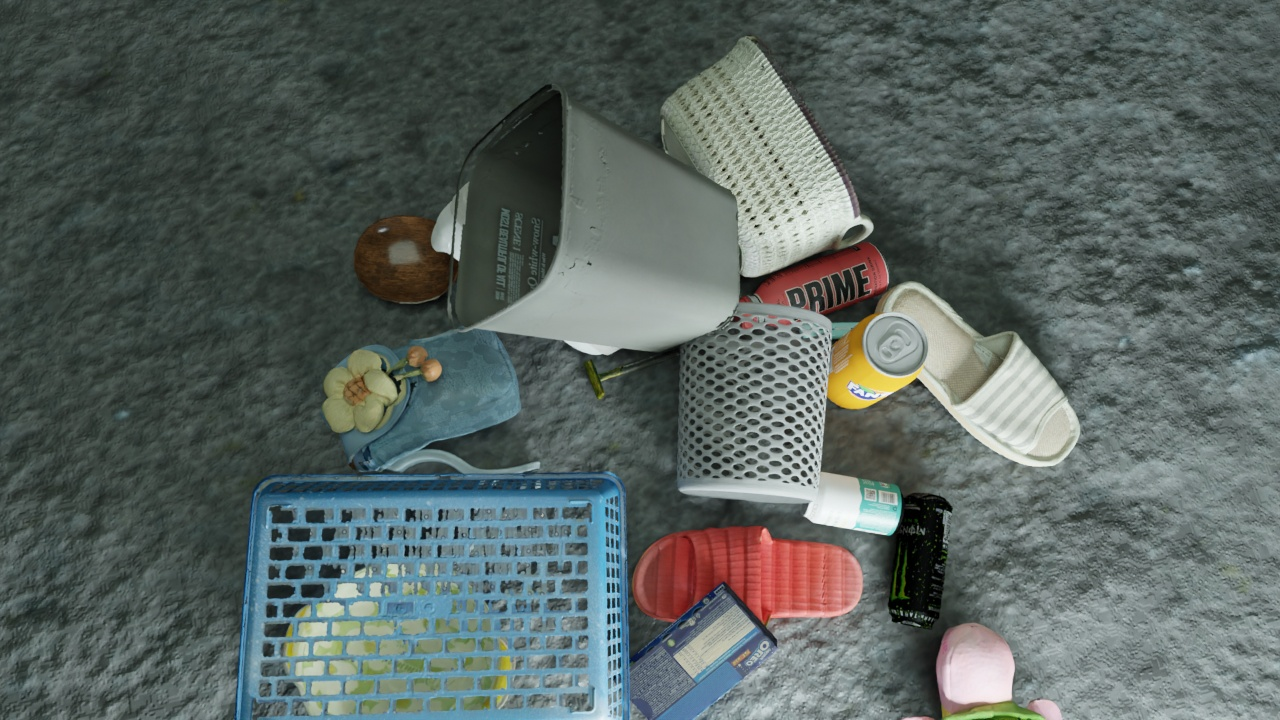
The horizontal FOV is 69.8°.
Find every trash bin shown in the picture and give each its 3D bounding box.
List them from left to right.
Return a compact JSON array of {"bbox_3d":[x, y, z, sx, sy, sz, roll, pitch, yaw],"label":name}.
[{"bbox_3d":[-0.037,-0.112,0.874,0.219,0.198,0.197,13,69,-36],"label":"trash bin"},{"bbox_3d":[0.114,0.050,0.943,0.156,0.157,0.183,6,78,-4],"label":"trash bin"}]

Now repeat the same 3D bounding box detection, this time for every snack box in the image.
[{"bbox_3d":[0.055,0.298,0.911,0.150,0.027,0.082,-41,91,8],"label":"snack box"}]

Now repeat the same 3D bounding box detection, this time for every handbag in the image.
[{"bbox_3d":[-0.223,0.028,0.928,0.192,0.119,0.121,-19,58,-7],"label":"handbag"}]

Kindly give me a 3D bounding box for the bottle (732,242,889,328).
[{"bbox_3d":[0.187,-0.077,1.027,0.176,0.062,0.062,-20,79,-10],"label":"bottle"}]

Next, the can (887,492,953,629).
[{"bbox_3d":[0.296,0.211,0.971,0.054,0.054,0.137,13,75,-2],"label":"can"}]

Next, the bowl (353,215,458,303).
[{"bbox_3d":[-0.255,-0.107,1.009,0.114,0.026,0.102,7,75,-4],"label":"bowl"}]

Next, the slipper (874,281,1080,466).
[{"bbox_3d":[0.378,0.014,1.022,0.272,0.054,0.114,38,79,-1],"label":"slipper"}]

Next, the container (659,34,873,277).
[{"bbox_3d":[0.126,-0.212,0.999,0.143,0.185,0.251,-29,80,-3],"label":"container"}]

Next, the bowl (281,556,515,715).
[{"bbox_3d":[-0.231,0.289,0.897,0.219,0.060,0.188,11,76,-2],"label":"bowl"}]

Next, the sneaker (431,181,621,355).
[{"bbox_3d":[-0.125,-0.080,0.993,0.236,0.105,0.090,41,36,-18],"label":"sneaker"}]

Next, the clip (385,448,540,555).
[{"bbox_3d":[-0.201,0.122,0.958,0.172,0.031,0.164,-38,84,-14],"label":"clip"}]

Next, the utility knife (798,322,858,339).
[{"bbox_3d":[0.252,-0.035,1.050,0.147,0.015,0.022,-2,69,-9],"label":"utility knife"}]

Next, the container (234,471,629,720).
[{"bbox_3d":[-0.188,0.226,0.840,0.362,0.089,0.257,0,76,-6],"label":"container"}]

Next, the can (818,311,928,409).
[{"bbox_3d":[0.244,0.001,0.971,0.079,0.143,0.079,1,76,-6],"label":"can"}]

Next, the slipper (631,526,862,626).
[{"bbox_3d":[0.116,0.224,0.948,0.248,0.059,0.103,1,76,-7],"label":"slipper"}]

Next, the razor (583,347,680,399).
[{"bbox_3d":[-0.006,0.006,1.010,0.105,0.026,0.042,-19,76,-14],"label":"razor"}]

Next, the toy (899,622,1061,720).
[{"bbox_3d":[0.346,0.383,0.918,0.190,0.088,0.238,-3,82,-5],"label":"toy"}]

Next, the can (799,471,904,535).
[{"bbox_3d":[0.225,0.152,0.978,0.101,0.055,0.055,10,75,-3],"label":"can"}]
